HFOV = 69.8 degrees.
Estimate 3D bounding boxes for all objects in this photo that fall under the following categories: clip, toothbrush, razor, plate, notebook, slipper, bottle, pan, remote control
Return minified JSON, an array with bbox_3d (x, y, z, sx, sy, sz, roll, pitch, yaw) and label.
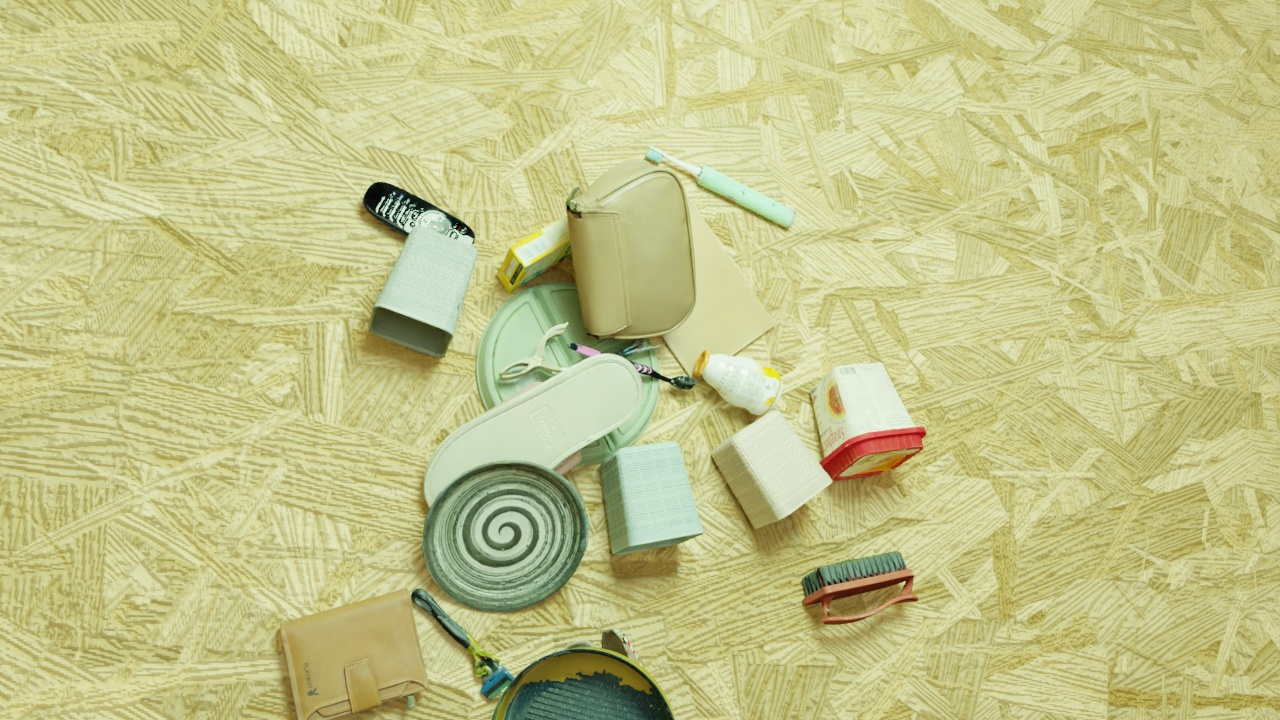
[{"bbox_3d":[-0.001,-0.015,1.108,0.056,0.024,0.028,-23,86,-31],"label":"clip"},{"bbox_3d":[0.110,-0.238,1.242,0.224,0.026,0.027,25,89,-11],"label":"toothbrush"},{"bbox_3d":[-0.193,0.296,0.979,0.142,0.022,0.043,47,109,2],"label":"razor"},{"bbox_3d":[-0.081,0.011,1.100,0.230,0.028,0.230,6,72,-18],"label":"plate"},{"bbox_3d":[-0.145,0.188,0.994,0.179,0.024,0.179,-3,106,-12],"label":"plate"},{"bbox_3d":[0.063,-0.095,1.191,0.149,0.012,0.211,-34,88,-24],"label":"notebook"},{"bbox_3d":[-0.119,0.085,1.021,0.274,0.054,0.114,-34,98,-2],"label":"slipper"},{"bbox_3d":[-0.111,-0.010,1.062,0.099,0.035,0.098,6,77,-10],"label":"clip"},{"bbox_3d":[0.122,0.024,1.147,0.108,0.063,0.063,24,68,-12],"label":"bottle"},{"bbox_3d":[-0.006,0.006,1.090,0.189,0.018,0.014,19,57,-34],"label":"toothbrush"},{"bbox_3d":[0.019,0.404,0.911,0.357,0.078,0.197,9,84,9],"label":"pan"},{"bbox_3d":[-0.263,-0.165,1.089,0.136,0.024,0.053,28,65,-11],"label":"remote control"}]

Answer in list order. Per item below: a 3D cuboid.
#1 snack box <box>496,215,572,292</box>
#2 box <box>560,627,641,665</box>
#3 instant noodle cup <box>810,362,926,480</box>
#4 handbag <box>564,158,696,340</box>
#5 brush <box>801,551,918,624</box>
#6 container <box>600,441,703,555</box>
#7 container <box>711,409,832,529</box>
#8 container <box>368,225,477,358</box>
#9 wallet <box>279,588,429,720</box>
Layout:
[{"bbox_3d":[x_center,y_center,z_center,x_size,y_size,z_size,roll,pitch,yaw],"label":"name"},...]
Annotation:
[{"bbox_3d":[-0.102,-0.140,1.104,0.140,0.087,0.033,-33,87,-25],"label":"snack box"},{"bbox_3d":[-0.032,0.376,0.980,0.085,0.075,0.162,-16,82,-28],"label":"box"},{"bbox_3d":[0.281,0.075,1.168,0.116,0.117,0.124,-4,64,-21],"label":"instant noodle cup"},{"bbox_3d":[-0.014,-0.125,1.064,0.147,0.100,0.205,-21,121,-26],"label":"handbag"},{"bbox_3d":[0.275,0.280,1.126,0.145,0.063,0.069,-6,64,-23],"label":"brush"},{"bbox_3d":[0.007,0.158,1.055,0.089,0.090,0.111,-7,74,-21],"label":"container"},{"bbox_3d":[0.155,0.130,1.116,0.089,0.090,0.111,-30,83,-25],"label":"container"},{"bbox_3d":[-0.241,-0.079,1.037,0.090,0.090,0.114,21,65,-13],"label":"container"},{"bbox_3d":[-0.289,0.309,0.937,0.130,0.035,0.119,-12,73,-22],"label":"wallet"}]
